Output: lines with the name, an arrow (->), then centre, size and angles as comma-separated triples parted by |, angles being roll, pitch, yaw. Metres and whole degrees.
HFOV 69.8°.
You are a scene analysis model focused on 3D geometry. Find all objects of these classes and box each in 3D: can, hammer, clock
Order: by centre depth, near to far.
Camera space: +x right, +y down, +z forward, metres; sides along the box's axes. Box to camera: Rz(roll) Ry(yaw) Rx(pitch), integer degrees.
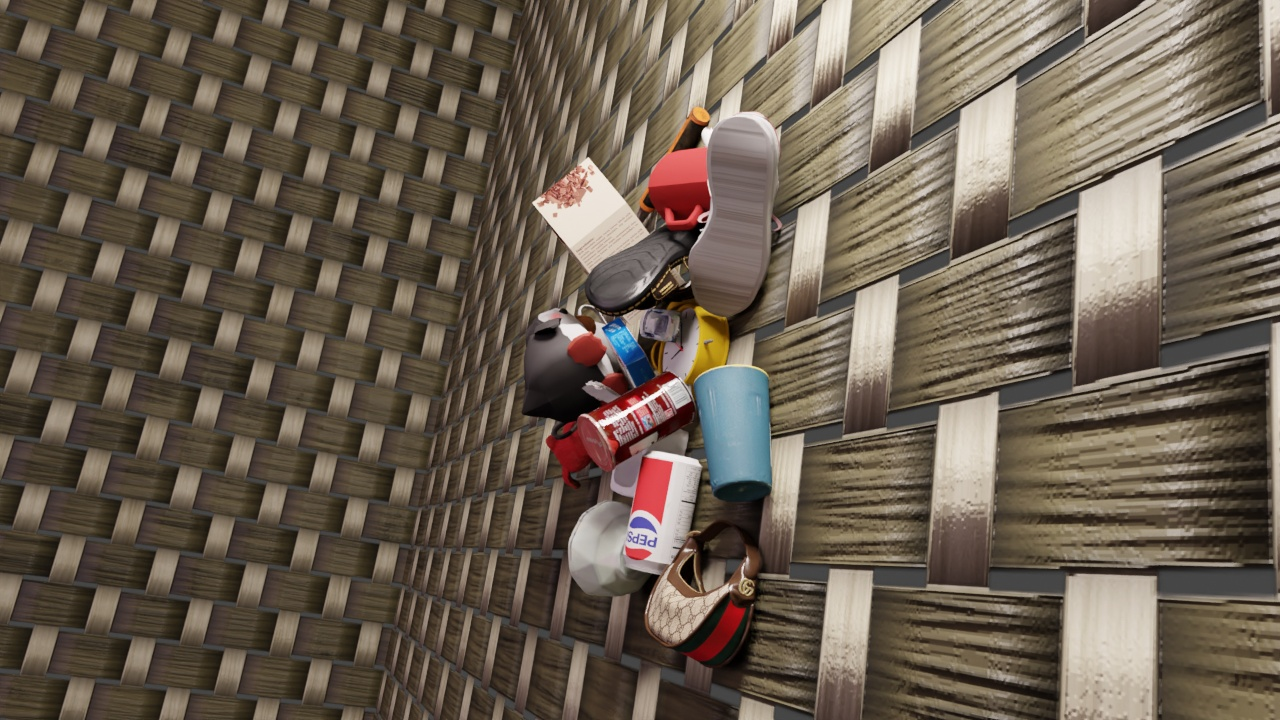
can -> 0.025, 0.173, 1.042 | 0.070, 0.070, 0.132 | 170, 113, -69
clock -> 0.057, -0.017, 1.116 | 0.114, 0.052, 0.152 | -70, 24, 16
hammer -> 0.021, -0.264, 1.411 | 0.315, 0.035, 0.137 | 125, 152, -43

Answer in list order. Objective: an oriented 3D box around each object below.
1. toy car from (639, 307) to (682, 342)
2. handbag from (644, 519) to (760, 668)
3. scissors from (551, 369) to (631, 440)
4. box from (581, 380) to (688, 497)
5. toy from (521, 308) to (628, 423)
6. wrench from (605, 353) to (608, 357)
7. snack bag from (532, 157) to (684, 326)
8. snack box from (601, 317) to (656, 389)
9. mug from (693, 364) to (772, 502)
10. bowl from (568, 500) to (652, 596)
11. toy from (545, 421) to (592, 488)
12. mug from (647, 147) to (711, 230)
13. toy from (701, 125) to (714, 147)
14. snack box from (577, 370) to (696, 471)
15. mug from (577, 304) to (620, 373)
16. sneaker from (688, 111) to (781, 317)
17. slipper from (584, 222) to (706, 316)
toy car -> 0.021, -0.044, 1.111 | 0.090, 0.027, 0.038 | 12, 92, 63
handbag -> 0.066, 0.229, 0.930 | 0.138, 0.063, 0.167 | -62, 14, -10
scissors -> -0.076, 0.050, 1.356 | 0.170, 0.012, 0.157 | -47, 38, -9
box -> -0.019, 0.091, 1.130 | 0.107, 0.132, 0.151 | 178, 104, -68
toy -> -0.115, -0.001, 1.275 | 0.140, 0.159, 0.184 | -31, 30, 1
wrench -> -0.052, 0.069, 1.292 | 0.084, 0.018, 0.273 | -40, 47, 13
snack bag -> -0.045, -0.159, 1.231 | 0.094, 0.206, 0.070 | -39, 22, -2
snack box -> -0.007, 0.007, 1.227 | 0.088, 0.033, 0.154 | 65, 176, -24
mug -> 0.096, 0.075, 0.917 | 0.078, 0.078, 0.121 | 131, 142, -52
bowl -> -0.023, 0.228, 1.091 | 0.061, 0.117, 0.117 | 1, 77, 51
toy -> -0.090, 0.139, 1.374 | 0.094, 0.088, 0.133 | 47, 122, 55
mug -> 0.065, -0.199, 1.098 | 0.097, 0.080, 0.116 | 6, 53, 46
toy -> 0.098, -0.243, 1.179 | 0.079, 0.038, 0.122 | 23, 99, 56
snack box -> -0.003, 0.068, 1.049 | 0.072, 0.121, 0.072 | 44, 150, 34
mug -> -0.068, -0.032, 1.435 | 0.085, 0.070, 0.113 | 137, 142, -57
sneaker -> 0.112, -0.164, 1.017 | 0.089, 0.099, 0.237 | -48, -29, -52
slipper -> 0.024, -0.102, 1.094 | 0.267, 0.113, 0.076 | -44, -55, -52
